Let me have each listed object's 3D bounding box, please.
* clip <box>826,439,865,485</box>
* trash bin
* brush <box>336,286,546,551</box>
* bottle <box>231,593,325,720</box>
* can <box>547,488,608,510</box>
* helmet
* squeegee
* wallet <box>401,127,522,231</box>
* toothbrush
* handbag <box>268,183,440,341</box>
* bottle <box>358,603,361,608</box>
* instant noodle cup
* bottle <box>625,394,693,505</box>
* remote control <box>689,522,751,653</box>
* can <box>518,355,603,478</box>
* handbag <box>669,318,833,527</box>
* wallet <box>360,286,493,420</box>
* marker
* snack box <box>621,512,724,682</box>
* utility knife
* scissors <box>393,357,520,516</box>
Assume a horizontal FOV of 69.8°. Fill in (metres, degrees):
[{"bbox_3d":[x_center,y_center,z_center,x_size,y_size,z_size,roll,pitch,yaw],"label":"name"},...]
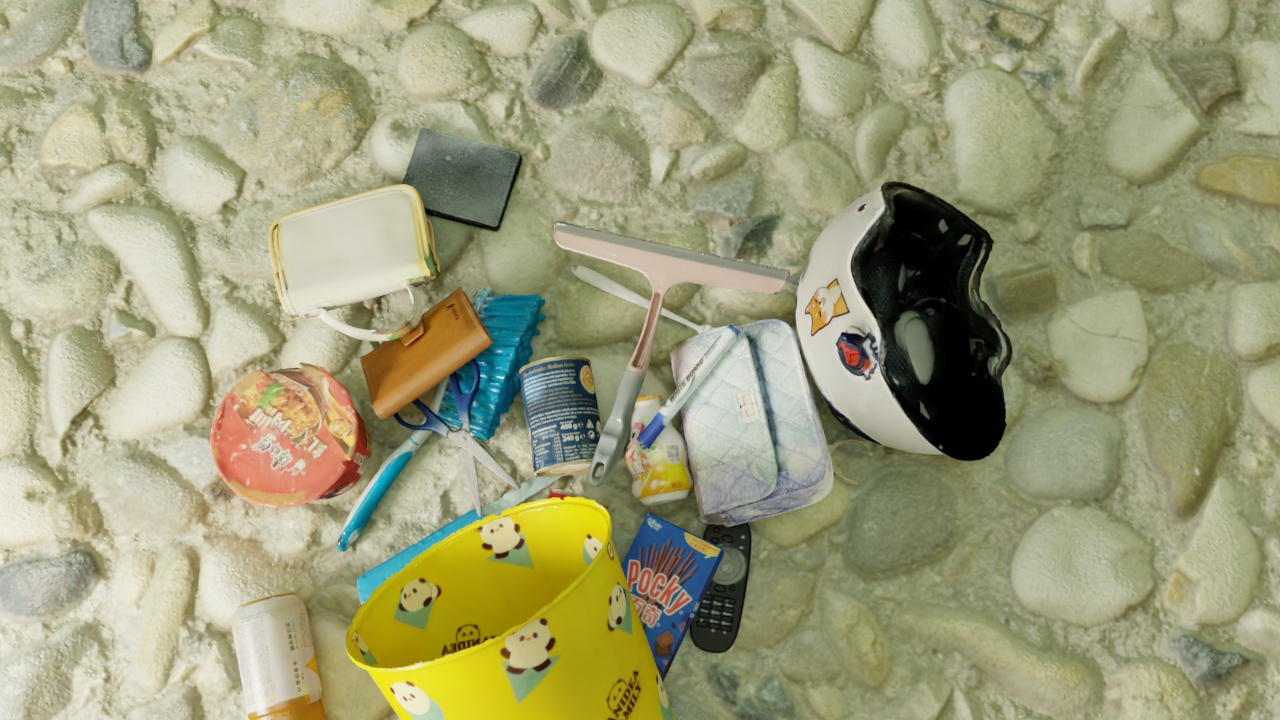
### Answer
[{"bbox_3d":[0.182,0.094,0.949,0.100,0.035,0.071,16,76,-2],"label":"clip"},{"bbox_3d":[-0.084,0.283,0.775,0.229,0.229,0.255,-24,105,-7],"label":"trash bin"},{"bbox_3d":[-0.202,0.064,0.945,0.109,0.060,0.314,19,79,9],"label":"brush"},{"bbox_3d":[-0.338,0.320,0.869,0.068,0.068,0.189,-15,77,-4],"label":"bottle"},{"bbox_3d":[-0.073,0.179,0.907,0.066,0.066,0.093,17,77,3],"label":"can"},{"bbox_3d":[0.243,-0.030,0.907,0.229,0.157,0.274,0,80,-40],"label":"helmet"},{"bbox_3d":[-0.005,0.005,0.901,0.248,0.040,0.249,15,80,16],"label":"squeegee"},{"bbox_3d":[-0.202,-0.203,1.024,0.121,0.019,0.097,15,76,1],"label":"wallet"},{"bbox_3d":[0.006,-0.063,0.992,0.180,0.016,0.016,26,75,6],"label":"toothbrush"},{"bbox_3d":[-0.290,-0.086,0.953,0.163,0.063,0.178,-16,60,-4],"label":"handbag"},{"bbox_3d":[-0.208,0.298,0.881,0.057,0.057,0.175,-36,78,-9],"label":"bottle"},{"bbox_3d":[-0.333,0.082,0.906,0.138,0.109,0.137,0,76,-1],"label":"instant noodle cup"},{"bbox_3d":[0.015,0.090,0.931,0.063,0.063,0.108,-10,77,-3],"label":"bottle"},{"bbox_3d":[0.080,0.223,0.920,0.053,0.024,0.136,9,75,7],"label":"remote control"},{"bbox_3d":[-0.079,0.059,0.930,0.075,0.075,0.111,-10,75,-3],"label":"can"},{"bbox_3d":[0.107,0.056,0.908,0.134,0.075,0.193,-18,61,15],"label":"handbag"},{"bbox_3d":[-0.217,-0.011,0.919,0.130,0.035,0.119,-36,42,-2],"label":"wallet"},{"bbox_3d":[0.047,0.025,0.896,0.017,0.017,0.145,39,88,8],"label":"marker"},{"bbox_3d":[0.011,0.238,0.902,0.084,0.026,0.157,23,79,21],"label":"snack box"},{"bbox_3d":[-0.174,0.168,0.912,0.237,0.018,0.034,-31,66,-22],"label":"utility knife"},{"bbox_3d":[-0.179,0.063,0.909,0.162,0.012,0.164,16,81,13],"label":"scissors"}]
